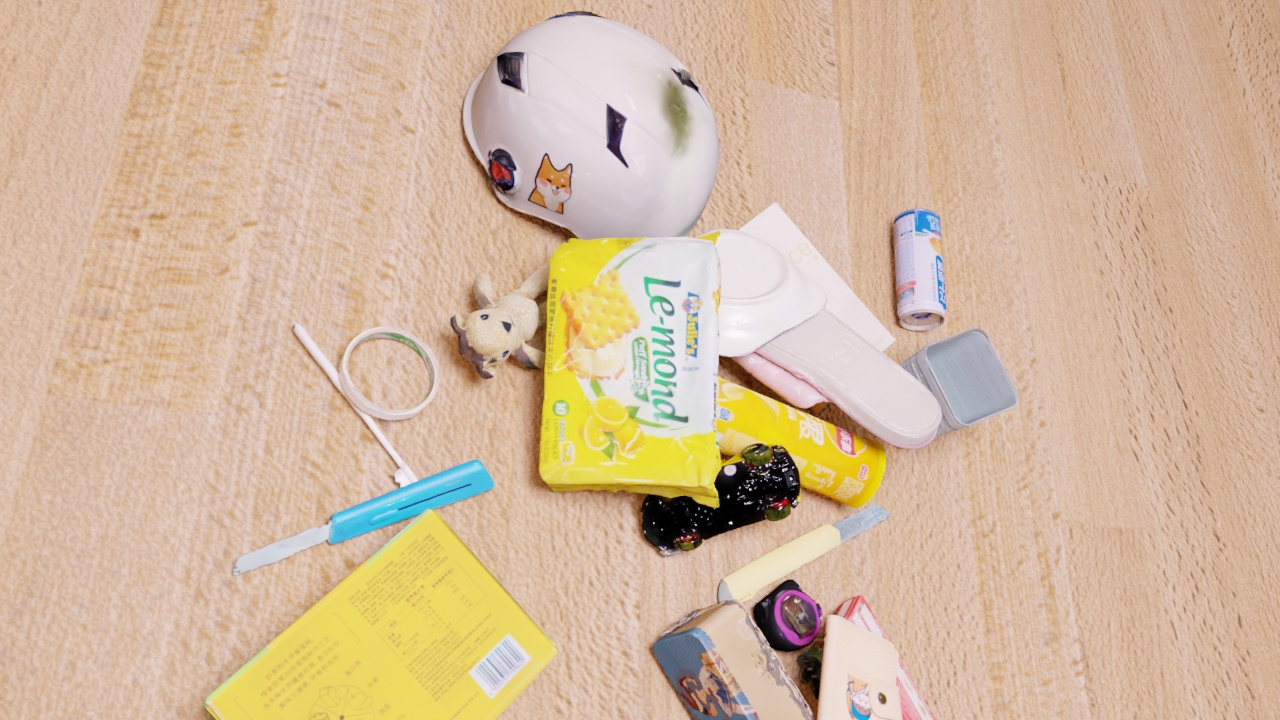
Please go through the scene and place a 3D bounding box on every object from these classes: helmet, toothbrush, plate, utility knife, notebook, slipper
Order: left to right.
[{"bbox_3d":[-0.248,0.041,0.791,0.016,0.016,0.180,-36,86,-23],"label":"toothbrush"},{"bbox_3d":[-0.224,0.130,0.758,0.218,0.034,0.018,-19,38,-25],"label":"utility knife"},{"bbox_3d":[-0.035,-0.241,0.906,0.274,0.157,0.229,44,60,-1],"label":"helmet"},{"bbox_3d":[0.090,-0.082,0.916,0.163,0.034,0.164,-30,55,-30],"label":"plate"},{"bbox_3d":[0.168,-0.061,0.997,0.145,0.010,0.206,-38,86,-28],"label":"notebook"},{"bbox_3d":[0.161,0.185,0.892,0.215,0.022,0.031,-22,79,-20],"label":"utility knife"},{"bbox_3d":[0.172,0.002,0.916,0.274,0.055,0.113,35,48,19],"label":"slipper"}]

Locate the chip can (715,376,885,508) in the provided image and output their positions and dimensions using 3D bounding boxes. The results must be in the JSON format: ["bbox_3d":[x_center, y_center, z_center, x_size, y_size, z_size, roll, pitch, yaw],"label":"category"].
[{"bbox_3d":[0.130,0.076,0.894,0.213,0.072,0.072,22,63,-12],"label":"chip can"}]

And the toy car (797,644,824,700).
[{"bbox_3d":[0.180,0.304,0.838,0.036,0.043,0.091,-26,81,-28],"label":"toy car"}]

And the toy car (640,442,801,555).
[{"bbox_3d":[0.073,0.125,0.846,0.156,0.041,0.071,-21,100,-1],"label":"toy car"}]

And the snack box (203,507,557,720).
[{"bbox_3d":[-0.193,0.241,0.701,0.157,0.070,0.209,47,61,2],"label":"snack box"}]

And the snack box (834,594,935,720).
[{"bbox_3d":[0.228,0.298,0.846,0.153,0.025,0.075,60,20,8],"label":"snack box"}]

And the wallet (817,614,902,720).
[{"bbox_3d":[0.188,0.285,0.777,0.087,0.024,0.115,29,51,-20],"label":"wallet"}]

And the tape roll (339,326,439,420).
[{"bbox_3d":[-0.219,0.011,0.805,0.085,0.014,0.085,16,56,-25],"label":"tape roll"}]

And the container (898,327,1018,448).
[{"bbox_3d":[0.310,0.033,0.959,0.090,0.112,0.090,-17,77,-26],"label":"container"}]

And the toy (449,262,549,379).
[{"bbox_3d":[-0.108,-0.045,0.852,0.156,0.066,0.105,-42,103,-44],"label":"toy"}]

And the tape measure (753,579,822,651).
[{"bbox_3d":[0.137,0.239,0.849,0.057,0.039,0.058,-28,81,-28],"label":"tape measure"}]

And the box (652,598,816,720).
[{"bbox_3d":[0.091,0.298,0.780,0.061,0.090,0.184,-25,79,-34],"label":"box"}]

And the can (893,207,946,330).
[{"bbox_3d":[0.319,-0.104,1.051,0.053,0.053,0.134,12,66,-17],"label":"can"}]

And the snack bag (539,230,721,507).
[{"bbox_3d":[-0.005,0.005,0.820,0.158,0.068,0.246,-1,81,14],"label":"snack bag"}]
